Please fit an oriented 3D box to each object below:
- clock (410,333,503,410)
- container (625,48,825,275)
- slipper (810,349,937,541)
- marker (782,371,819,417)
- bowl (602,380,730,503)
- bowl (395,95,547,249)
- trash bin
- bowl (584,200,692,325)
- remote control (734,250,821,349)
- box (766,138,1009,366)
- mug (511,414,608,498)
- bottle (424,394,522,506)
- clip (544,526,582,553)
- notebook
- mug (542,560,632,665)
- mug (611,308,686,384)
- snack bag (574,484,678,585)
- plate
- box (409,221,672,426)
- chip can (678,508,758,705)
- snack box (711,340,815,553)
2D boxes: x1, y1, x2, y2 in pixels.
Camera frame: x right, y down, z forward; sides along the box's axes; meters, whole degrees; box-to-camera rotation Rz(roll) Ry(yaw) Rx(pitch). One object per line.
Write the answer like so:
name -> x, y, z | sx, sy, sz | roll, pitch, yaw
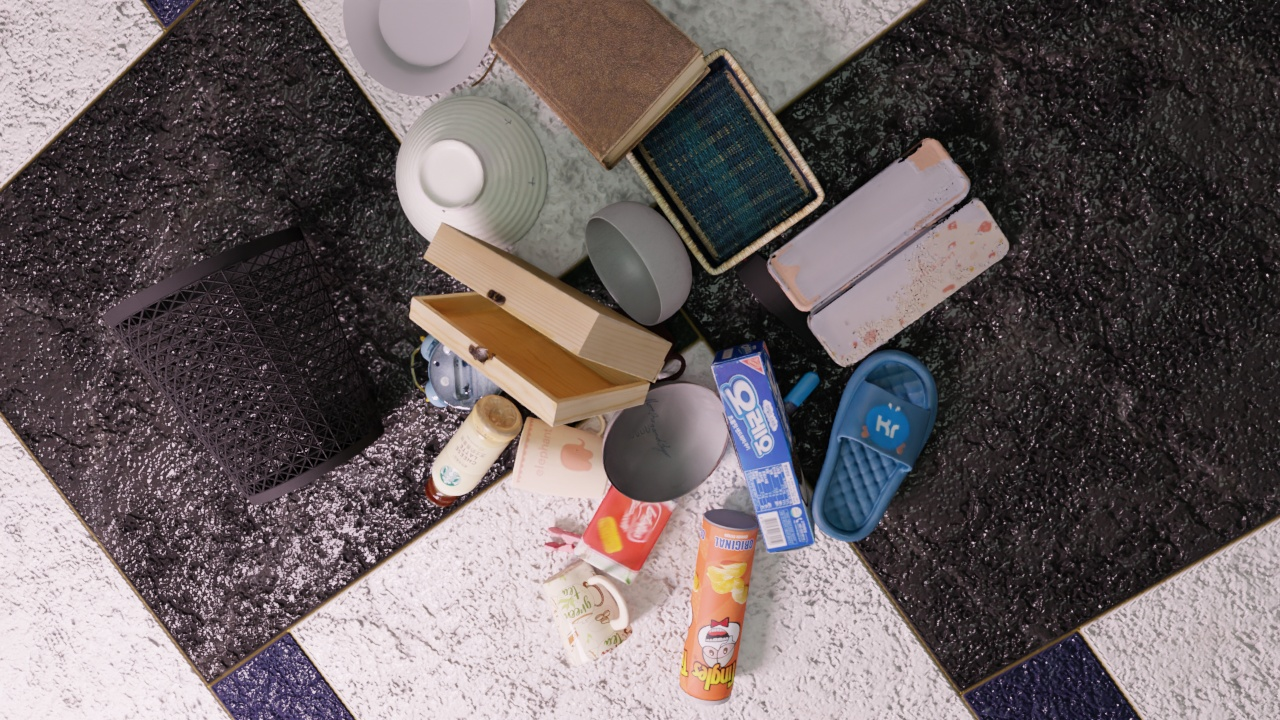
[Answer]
clock -> -0.205, 0.010, 1.046 | 0.124, 0.051, 0.089 | -1, 101, 10
container -> 0.083, -0.202, 0.953 | 0.145, 0.071, 0.187 | -34, 92, 13
slipper -> 0.252, 0.094, 0.973 | 0.104, 0.059, 0.214 | 21, 93, -7
marker -> 0.154, 0.060, 1.016 | 0.018, 0.015, 0.123 | 37, 106, -5
bowl -> 0.020, 0.079, 1.004 | 0.150, 0.057, 0.151 | -11, 118, -22
bowl -> -0.196, -0.201, 1.000 | 0.177, 0.070, 0.177 | 2, 100, 9
trash bin -> -0.415, 0.012, 1.009 | 0.217, 0.216, 0.243 | -24, 101, 12
bowl -> 0.005, -0.108, 0.961 | 0.064, 0.132, 0.132 | -34, 93, -20
remote control -> 0.156, -0.064, 0.996 | 0.039, 0.010, 0.124 | -43, 91, 13
box -> 0.258, -0.108, 0.958 | 0.217, 0.058, 0.154 | -36, 92, 8
mug -> -0.082, 0.099, 1.033 | 0.104, 0.085, 0.111 | 13, 72, -3
bottle -> -0.194, 0.107, 1.037 | 0.056, 0.056, 0.162 | 41, 125, 1
clip -> -0.085, 0.219, 1.077 | 0.059, 0.022, 0.038 | 10, 97, 5
notebook -> -0.062, -0.300, 0.939 | 0.190, 0.034, 0.215 | -44, 66, 12
mug -> -0.055, 0.281, 1.044 | 0.122, 0.080, 0.097 | -31, 85, 51
mug -> -0.006, 0.006, 1.007 | 0.114, 0.087, 0.089 | 12, 120, -21
snack bag -> -0.017, 0.188, 1.045 | 0.077, 0.036, 0.116 | 29, 95, -2
plate -> -0.240, -0.378, 1.003 | 0.173, 0.019, 0.173 | 2, 100, 9
box -> -0.110, -0.029, 0.931 | 0.249, 0.140, 0.123 | 32, 94, 36
chip can -> 0.087, 0.278, 1.038 | 0.062, 0.062, 0.210 | 9, 101, 8
snack box -> 0.135, 0.094, 0.990 | 0.059, 0.059, 0.226 | -15, 103, 16
